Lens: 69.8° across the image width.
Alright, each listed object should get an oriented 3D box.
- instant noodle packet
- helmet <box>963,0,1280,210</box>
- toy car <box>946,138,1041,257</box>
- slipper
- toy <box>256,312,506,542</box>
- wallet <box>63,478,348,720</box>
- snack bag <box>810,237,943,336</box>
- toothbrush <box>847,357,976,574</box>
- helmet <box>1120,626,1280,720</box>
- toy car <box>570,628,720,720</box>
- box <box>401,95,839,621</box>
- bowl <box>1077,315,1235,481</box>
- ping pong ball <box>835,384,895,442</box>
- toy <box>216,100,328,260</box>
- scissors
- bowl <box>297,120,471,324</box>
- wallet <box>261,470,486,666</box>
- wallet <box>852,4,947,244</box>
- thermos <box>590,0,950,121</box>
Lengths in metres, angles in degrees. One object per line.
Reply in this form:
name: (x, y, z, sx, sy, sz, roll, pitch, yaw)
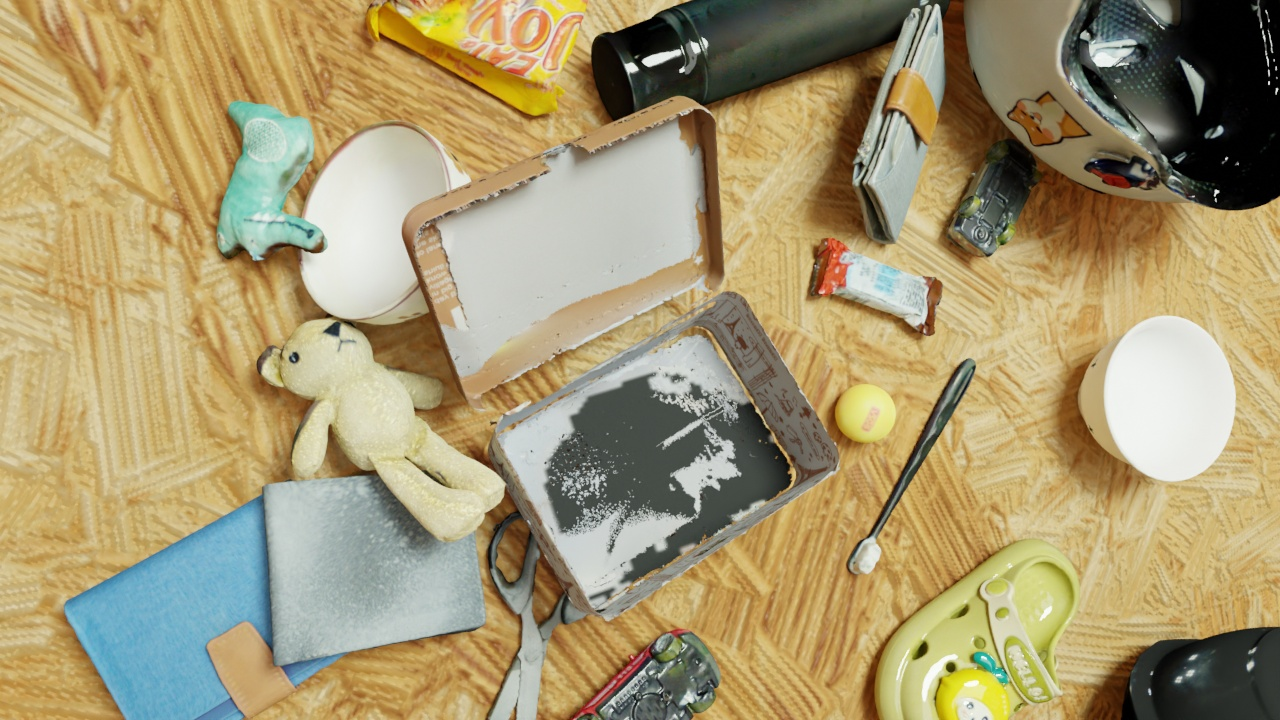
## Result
instant noodle packet: (-0.092, -0.224, 0.564, 0.128, 0.044, 0.110, 22, 85, -15)
helmet: (0.327, -0.223, 0.634, 0.274, 0.157, 0.229, 41, 74, -22)
toy car: (0.257, -0.120, 0.669, 0.042, 0.035, 0.090, 34, 78, -14)
slipper: (0.244, 0.197, 0.629, 0.190, 0.082, 0.091, -38, 96, -18)
toy: (-0.141, 0.036, 0.512, 0.157, 0.066, 0.104, 43, 49, 10)
wallet: (-0.229, 0.144, 0.509, 0.133, 0.040, 0.106, -29, 91, -16)
snack bag: (0.168, -0.052, 0.644, 0.105, 0.026, 0.045, 18, 73, -16)
toothbrush: (0.197, 0.073, 0.653, 0.015, 0.018, 0.181, 35, 77, -10)
helmet: (0.443, 0.310, 0.607, 0.233, 0.230, 0.275, -3, 96, -24)
toy car: (-0.004, 0.217, 0.569, 0.120, 0.045, 0.053, -36, 100, -22)
box: (-0.009, 0.004, 0.530, 0.179, 0.130, 0.272, -29, 110, -18)
bowl: (0.368, 0.028, 0.681, 0.118, 0.065, 0.118, 1, 88, -17)
ping pong ball: (0.154, 0.036, 0.628, 0.040, 0.040, 0.040, 1, 87, -17)
toy: (-0.209, -0.096, 0.520, 0.096, 0.030, 0.092, 20, 92, 22)
scissors: (-0.063, 0.176, 0.569, 0.165, 0.014, 0.163, -27, 95, -16)
bowl: (-0.133, -0.072, 0.523, 0.062, 0.114, 0.113, 17, 80, -58)
wallet: (-0.149, 0.113, 0.521, 0.120, 0.019, 0.097, -1, 76, -34)
wallet: (0.180, -0.156, 0.617, 0.037, 0.106, 0.129, 16, 82, 23)
thermos: (0.090, -0.210, 0.613, 0.242, 0.068, 0.090, -24, 117, -15)
